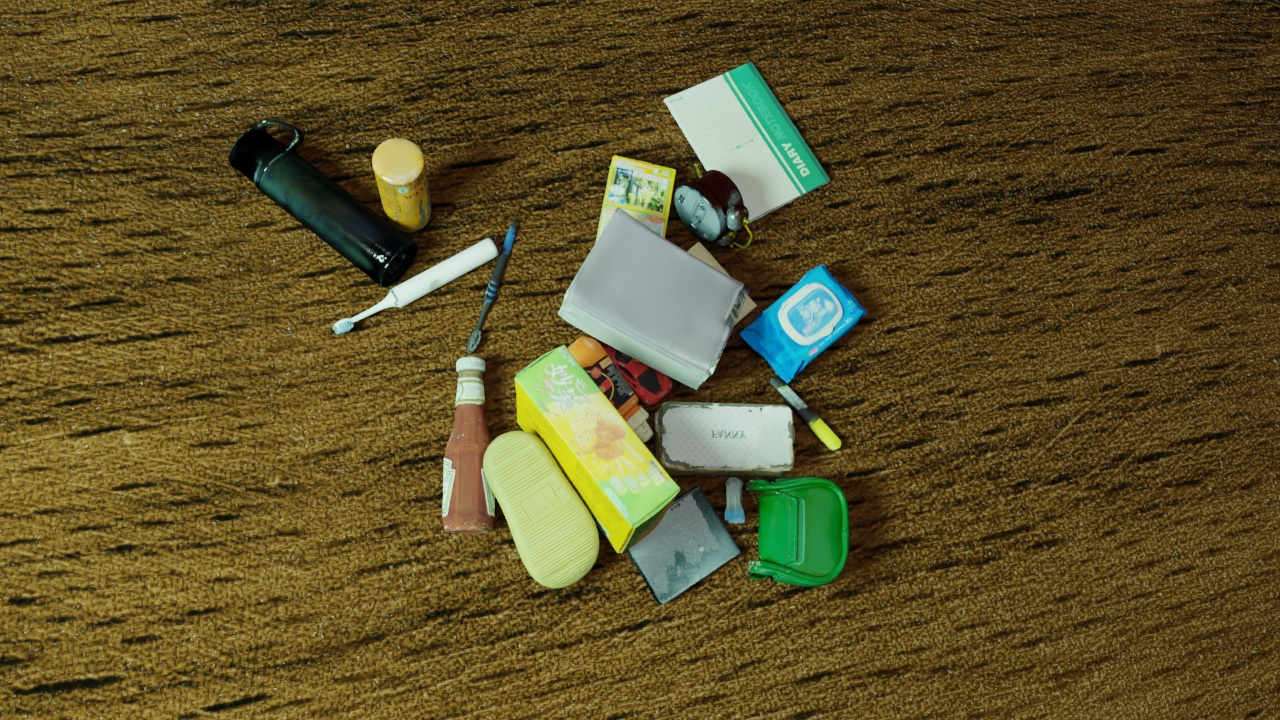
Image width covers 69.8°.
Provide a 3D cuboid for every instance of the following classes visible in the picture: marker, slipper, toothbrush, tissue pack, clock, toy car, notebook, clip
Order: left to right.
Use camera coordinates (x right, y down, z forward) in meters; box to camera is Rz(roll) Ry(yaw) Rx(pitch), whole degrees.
[{"bbox_3d":[-0.277,-0.090,1.131,0.220,0.027,0.026,-31,40,-16],"label":"toothbrush"},{"bbox_3d":[-0.184,-0.095,1.153,0.014,0.016,0.189,20,72,-11],"label":"toothbrush"},{"bbox_3d":[-0.115,0.166,1.057,0.091,0.081,0.190,-27,98,-6],"label":"slipper"},{"bbox_3d":[-0.007,0.007,1.146,0.049,0.031,0.106,-37,81,-17],"label":"toy car"},{"bbox_3d":[0.098,-0.193,1.190,0.055,0.082,0.122,-39,81,-23],"label":"clock"},{"bbox_3d":[0.115,0.170,1.123,0.027,0.045,0.058,-7,69,17],"label":"clip"},{"bbox_3d":[0.147,-0.302,1.264,0.150,0.012,0.209,-28,80,-16],"label":"notebook"},{"bbox_3d":[0.209,0.066,1.172,0.018,0.015,0.124,-40,81,-17],"label":"marker"},{"bbox_3d":[0.211,-0.050,1.183,0.157,0.052,0.095,-39,83,-16],"label":"tissue pack"}]

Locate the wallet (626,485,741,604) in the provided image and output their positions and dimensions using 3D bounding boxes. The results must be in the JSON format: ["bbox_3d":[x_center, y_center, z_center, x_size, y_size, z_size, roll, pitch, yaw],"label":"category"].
[{"bbox_3d":[0.048,0.221,1.100,0.120,0.019,0.097,-30,82,-17],"label":"wallet"}]

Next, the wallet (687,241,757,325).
[{"bbox_3d":[0.082,-0.087,1.189,0.087,0.024,0.115,-40,86,-14],"label":"wallet"}]

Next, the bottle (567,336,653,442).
[{"bbox_3d":[-0.039,0.041,1.118,0.066,0.067,0.149,-42,91,-17],"label":"bottle"}]

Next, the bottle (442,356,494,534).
[{"bbox_3d":[-0.200,0.098,1.076,0.059,0.060,0.206,0,75,-9],"label":"bottle"}]

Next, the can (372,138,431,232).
[{"bbox_3d":[-0.284,-0.207,1.099,0.058,0.146,0.058,2,75,-9],"label":"can"}]

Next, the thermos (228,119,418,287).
[{"bbox_3d":[-0.381,-0.196,1.115,0.242,0.068,0.090,38,107,2],"label":"thermos"}]

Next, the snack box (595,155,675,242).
[{"bbox_3d":[-0.007,-0.193,1.199,0.087,0.034,0.140,11,75,-6],"label":"snack box"}]

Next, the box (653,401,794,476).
[{"bbox_3d":[0.108,0.097,1.125,0.184,0.060,0.089,4,75,-10],"label":"box"}]

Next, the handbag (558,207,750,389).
[{"bbox_3d":[0.018,-0.074,1.118,0.197,0.099,0.144,29,72,-3],"label":"handbag"}]

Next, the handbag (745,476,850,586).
[{"bbox_3d":[0.185,0.204,1.101,0.120,0.068,0.131,4,74,-7],"label":"handbag"}]

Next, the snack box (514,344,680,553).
[{"bbox_3d":[-0.054,0.104,1.033,0.070,0.158,0.210,-35,76,-18],"label":"snack box"}]
